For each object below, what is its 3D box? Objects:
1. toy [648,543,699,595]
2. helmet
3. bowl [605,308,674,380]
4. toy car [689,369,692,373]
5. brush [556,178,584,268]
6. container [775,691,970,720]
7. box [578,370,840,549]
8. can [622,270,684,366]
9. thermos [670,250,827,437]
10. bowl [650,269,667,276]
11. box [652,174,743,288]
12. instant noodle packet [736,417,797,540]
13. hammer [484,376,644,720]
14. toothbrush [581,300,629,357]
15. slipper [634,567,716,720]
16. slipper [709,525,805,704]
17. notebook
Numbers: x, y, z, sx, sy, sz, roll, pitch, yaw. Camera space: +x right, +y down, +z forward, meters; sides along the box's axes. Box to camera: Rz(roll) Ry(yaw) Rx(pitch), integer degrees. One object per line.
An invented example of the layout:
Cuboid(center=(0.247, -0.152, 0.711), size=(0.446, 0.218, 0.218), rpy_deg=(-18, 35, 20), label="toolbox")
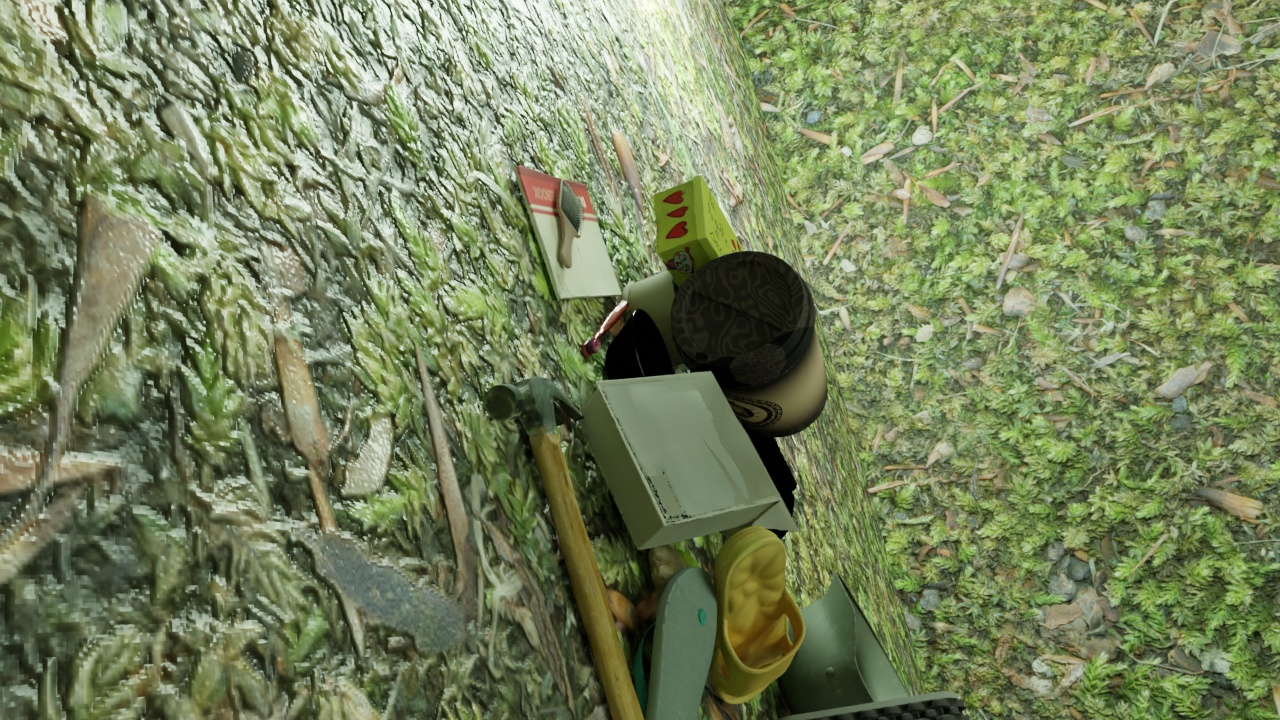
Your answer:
Cuboid(center=(0.040, 0.243, 1.002), size=(0.118, 0.043, 0.092), rpy_deg=(50, 24, -45), label="toy")
Cuboid(center=(0.276, 0.452, 1.303), size=(0.227, 0.154, 0.267), rpy_deg=(56, 7, -28), label="helmet")
Cuboid(center=(-0.006, 0.006, 1.077), size=(0.124, 0.053, 0.124), rpy_deg=(-18, 90, -72), label="bowl")
Cuboid(center=(0.093, 0.021, 1.390), size=(0.048, 0.033, 0.105), rpy_deg=(24, 64, -72), label="toy car")
Cuboid(center=(-0.078, -0.153, 1.039), size=(0.050, 0.015, 0.135), rpy_deg=(54, 24, -40), label="brush")
Cuboid(center=(0.285, 0.551, 1.047), size=(0.248, 0.246, 0.243), rpy_deg=(75, 5, -49), label="container")
Cuboid(center=(0.111, 0.110, 1.035), size=(0.417, 0.109, 0.166), rpy_deg=(7, 49, -50), label="box")
Cuboid(center=(0.035, -0.054, 1.224), size=(0.127, 0.073, 0.128), rpy_deg=(-18, 90, -72), label="can")
Cuboid(center=(0.150, -0.007, 1.152), size=(0.226, 0.173, 0.172), rpy_deg=(53, 25, -53), label="thermos")
Cuboid(center=(0.067, -0.081, 1.356), size=(0.120, 0.066, 0.120), rpy_deg=(-18, 90, -72), label="bowl")
Cuboid(center=(0.095, -0.125, 1.221), size=(0.221, 0.079, 0.124), rpy_deg=(55, 24, -44), label="box")
Cuboid(center=(0.162, 0.172, 1.339), size=(0.222, 0.084, 0.163), rpy_deg=(73, -7, -58), label="instant noodle packet")
Cuboid(center=(-0.053, 0.175, 0.817), size=(0.132, 0.033, 0.330), rpy_deg=(-10, 84, -73), label="hammer")
Cuboid(center=(-0.038, -0.041, 1.089), size=(0.016, 0.016, 0.189), rpy_deg=(67, 19, -13), label="toothbrush")
Cuboid(center=(0.020, 0.317, 0.882), size=(0.098, 0.055, 0.268), rpy_deg=(54, 36, -38), label="slipper")
Cuboid(center=(0.133, 0.296, 1.007), size=(0.078, 0.099, 0.264), rpy_deg=(40, -35, 47), label="slipper")
Cuboid(center=(-0.080, -0.144, 1.071), size=(0.208, 0.012, 0.153), rpy_deg=(-17, 89, -73), label="notebook")
